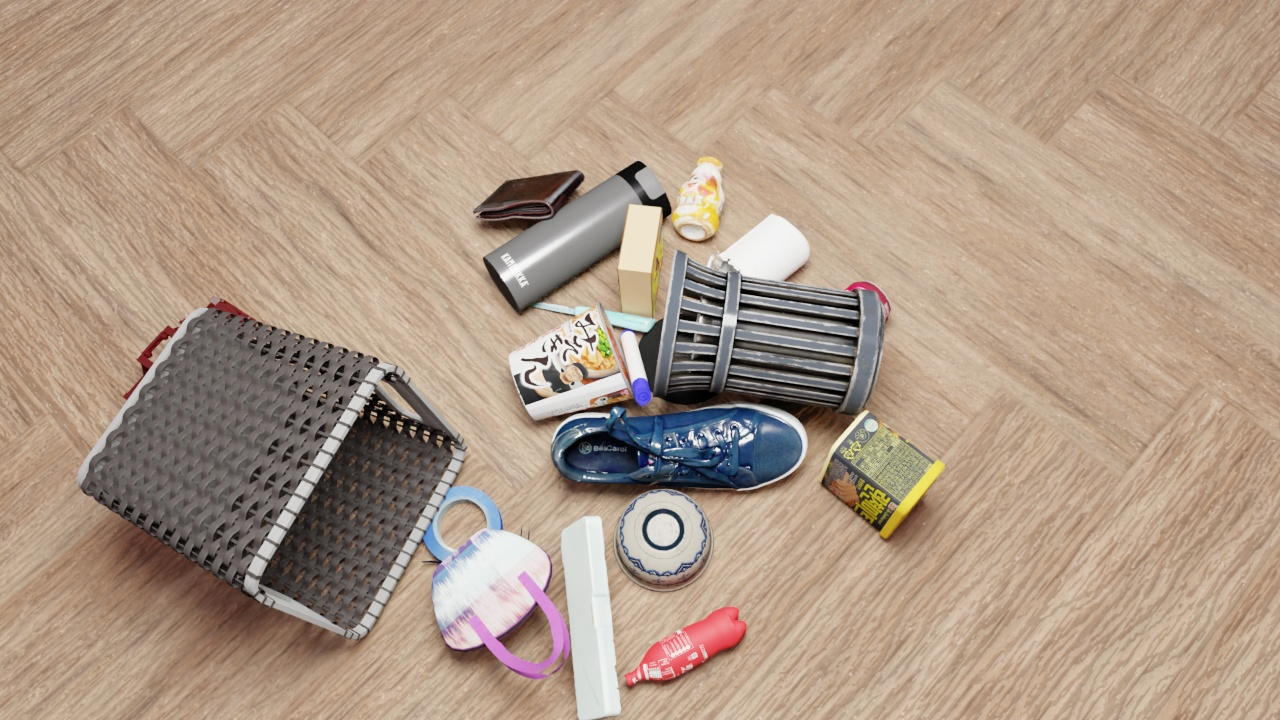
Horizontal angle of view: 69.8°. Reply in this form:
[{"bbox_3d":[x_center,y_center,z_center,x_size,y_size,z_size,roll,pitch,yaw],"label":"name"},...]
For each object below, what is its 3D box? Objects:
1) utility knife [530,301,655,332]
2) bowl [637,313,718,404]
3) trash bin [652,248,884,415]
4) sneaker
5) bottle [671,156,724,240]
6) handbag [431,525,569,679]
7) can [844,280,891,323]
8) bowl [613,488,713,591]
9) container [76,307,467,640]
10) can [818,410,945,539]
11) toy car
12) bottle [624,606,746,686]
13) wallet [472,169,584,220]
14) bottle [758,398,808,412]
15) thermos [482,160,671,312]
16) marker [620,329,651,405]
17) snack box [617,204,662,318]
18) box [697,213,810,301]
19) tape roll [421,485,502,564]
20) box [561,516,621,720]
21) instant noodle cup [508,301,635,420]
[{"bbox_3d":[-0.064,-0.060,1.158,0.168,0.015,0.022,12,51,13],"label":"utility knife"},{"bbox_3d":[0.056,-0.013,1.120,0.124,0.052,0.124,-1,67,2],"label":"bowl"},{"bbox_3d":[0.138,-0.024,1.008,0.227,0.164,0.164,9,67,2],"label":"trash bin"},{"bbox_3d":[0.041,0.098,1.018,0.294,0.127,0.121,-2,98,3],"label":"sneaker"},{"bbox_3d":[0.080,-0.213,1.198,0.063,0.063,0.108,12,68,7],"label":"bottle"},{"bbox_3d":[-0.137,0.264,0.970,0.144,0.068,0.170,-40,50,-14],"label":"handbag"},{"bbox_3d":[0.247,-0.044,1.120,0.114,0.063,0.063,-38,71,-13],"label":"can"},{"bbox_3d":[0.026,0.196,1.029,0.115,0.059,0.115,-1,67,2],"label":"bowl"},{"bbox_3d":[-0.378,0.114,0.972,0.244,0.247,0.245,20,69,18],"label":"container"},{"bbox_3d":[0.262,0.126,1.013,0.101,0.131,0.072,39,73,19],"label":"can"},{"bbox_3d":[-0.560,-0.006,1.132,0.070,0.062,0.169,30,71,13],"label":"toy car"},{"bbox_3d":[0.048,0.311,0.989,0.141,0.042,0.042,-26,69,-9],"label":"bottle"},{"bbox_3d":[-0.145,-0.214,1.186,0.120,0.031,0.099,0,34,27],"label":"wallet"},{"bbox_3d":[0.162,0.055,1.102,0.106,0.025,0.025,-18,68,-6],"label":"bottle"},{"bbox_3d":[-0.077,-0.160,1.171,0.240,0.082,0.082,-34,70,-12],"label":"thermos"},{"bbox_3d":[-0.006,0.006,1.090,0.020,0.020,0.141,-11,32,-3],"label":"marker"},{"bbox_3d":[0.001,-0.118,1.126,0.040,0.126,0.088,7,67,5],"label":"snack box"},{"bbox_3d":[0.130,-0.115,1.150,0.160,0.081,0.092,-41,84,-13],"label":"box"},{"bbox_3d":[-0.206,0.192,1.061,0.091,0.016,0.093,1,67,2],"label":"tape roll"},{"bbox_3d":[-0.060,0.273,0.958,0.043,0.136,0.197,1,66,-17],"label":"box"},{"bbox_3d":[-0.083,0.010,1.087,0.122,0.124,0.123,-21,68,3],"label":"instant noodle cup"}]
